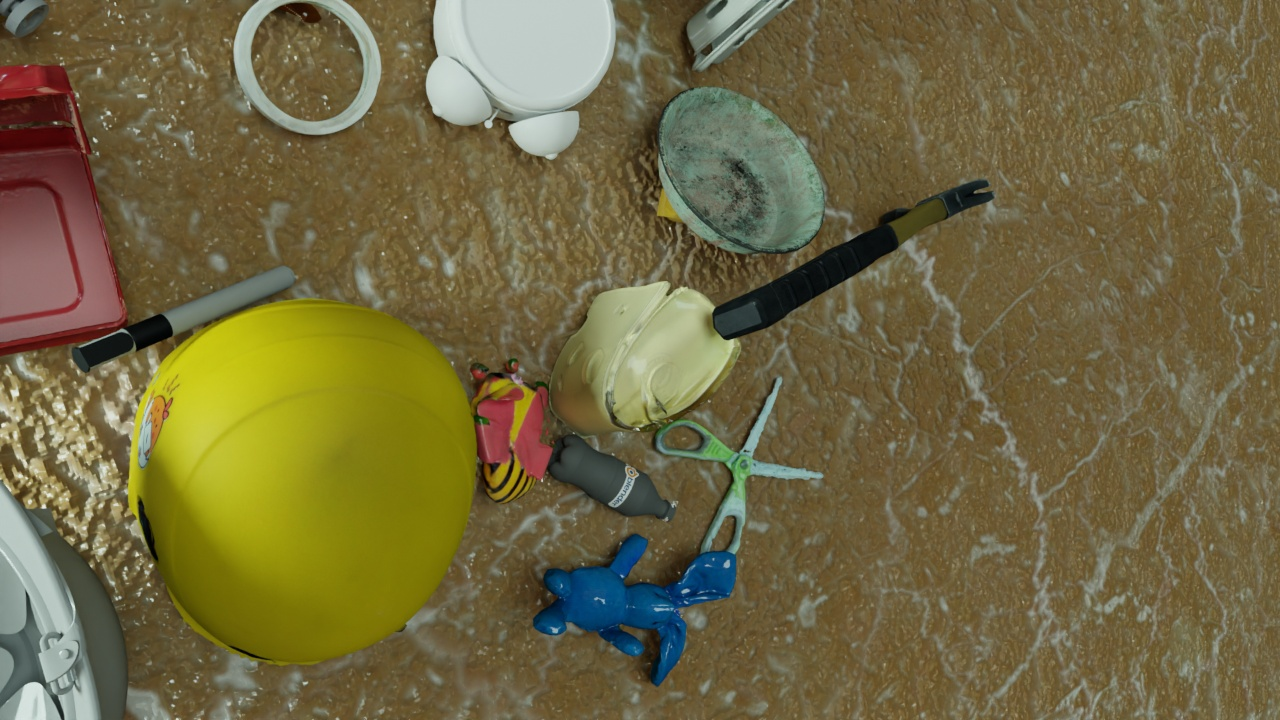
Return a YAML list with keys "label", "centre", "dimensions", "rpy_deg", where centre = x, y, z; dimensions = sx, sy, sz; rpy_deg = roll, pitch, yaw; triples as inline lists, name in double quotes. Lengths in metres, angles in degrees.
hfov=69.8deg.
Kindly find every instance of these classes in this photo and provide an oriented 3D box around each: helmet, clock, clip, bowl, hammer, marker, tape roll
- label: "helmet"
  centre: [-0.190, 0.077, 0.551]
  dimensions: [0.208, 0.140, 0.240]
  rpy_deg: [-1, 87, -28]
- label: "helmet"
  centre: [-0.345, 0.154, 0.484]
  dimensions: [0.183, 0.117, 0.271]
  rpy_deg: [-17, 88, 3]
- label: "clock"
  centre: [-0.088, -0.238, 0.674]
  dimensions: [0.125, 0.073, 0.161]
  rpy_deg: [16, 86, -26]
- label: "clip"
  centre: [0.098, -0.303, 0.748]
  dimensions: [0.072, 0.125, 0.142]
  rpy_deg: [43, 44, -22]
- label: "bowl"
  centre: [0.075, -0.146, 0.743]
  dimensions: [0.157, 0.039, 0.157]
  rpy_deg: [14, 59, -24]
- label: "hammer"
  centre: [0.174, -0.086, 0.716]
  dimensions: [0.331, 0.118, 0.025]
  rpy_deg: [-29, 97, -43]
- label: "marker"
  centre: [-0.272, -0.028, 0.559]
  dimensions: [0.140, 0.016, 0.016]
  rpy_deg: [-36, 104, -46]
- label: "tape roll"
  centre: [-0.220, -0.198, 0.611]
  dimensions: [0.092, 0.013, 0.093]
  rpy_deg: [-10, 108, -33]

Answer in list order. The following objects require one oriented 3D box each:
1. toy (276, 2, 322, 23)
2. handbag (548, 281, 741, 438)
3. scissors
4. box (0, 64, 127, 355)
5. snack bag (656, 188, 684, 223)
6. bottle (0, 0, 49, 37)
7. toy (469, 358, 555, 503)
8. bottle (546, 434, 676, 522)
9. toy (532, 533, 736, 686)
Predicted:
- label: "toy"
  centre: [-0.239, -0.284, 0.612]
  dimensions: [0.103, 0.071, 0.090]
  rpy_deg: [50, 51, -40]
- label: "handbag"
  centre: [-0.004, 0.004, 0.666]
  dimensions: [0.081, 0.119, 0.111]
  rpy_deg: [46, 67, -20]
- label: "scissors"
  centre: [0.084, 0.091, 0.768]
  dimensions: [0.171, 0.022, 0.173]
  rpy_deg: [13, 75, -24]
- label: "box"
  centre: [-0.368, -0.066, 0.485]
  dimensions: [0.156, 0.154, 0.169]
  rpy_deg: [-14, 124, -26]
- label: "snack bag"
  centre: [0.060, -0.122, 0.764]
  dimensions: [0.099, 0.020, 0.026]
  rpy_deg: [9, 83, -27]
- label: "bottle"
  centre: [-0.405, -0.248, 0.499]
  dimensions: [0.164, 0.071, 0.071]
  rpy_deg: [43, 69, -19]
- label: "toy"
  centre: [-0.093, 0.051, 0.654]
  dimensions: [0.084, 0.046, 0.103]
  rpy_deg: [-9, 95, -69]
- label: "bottle"
  centre: [-0.020, 0.094, 0.698]
  dimensions: [0.110, 0.036, 0.036]
  rpy_deg: [32, 73, -22]
- label: "toy"
  centre: [-0.011, 0.187, 0.680]
  dimensions: [0.176, 0.071, 0.112]
  rpy_deg: [14, 82, -37]
